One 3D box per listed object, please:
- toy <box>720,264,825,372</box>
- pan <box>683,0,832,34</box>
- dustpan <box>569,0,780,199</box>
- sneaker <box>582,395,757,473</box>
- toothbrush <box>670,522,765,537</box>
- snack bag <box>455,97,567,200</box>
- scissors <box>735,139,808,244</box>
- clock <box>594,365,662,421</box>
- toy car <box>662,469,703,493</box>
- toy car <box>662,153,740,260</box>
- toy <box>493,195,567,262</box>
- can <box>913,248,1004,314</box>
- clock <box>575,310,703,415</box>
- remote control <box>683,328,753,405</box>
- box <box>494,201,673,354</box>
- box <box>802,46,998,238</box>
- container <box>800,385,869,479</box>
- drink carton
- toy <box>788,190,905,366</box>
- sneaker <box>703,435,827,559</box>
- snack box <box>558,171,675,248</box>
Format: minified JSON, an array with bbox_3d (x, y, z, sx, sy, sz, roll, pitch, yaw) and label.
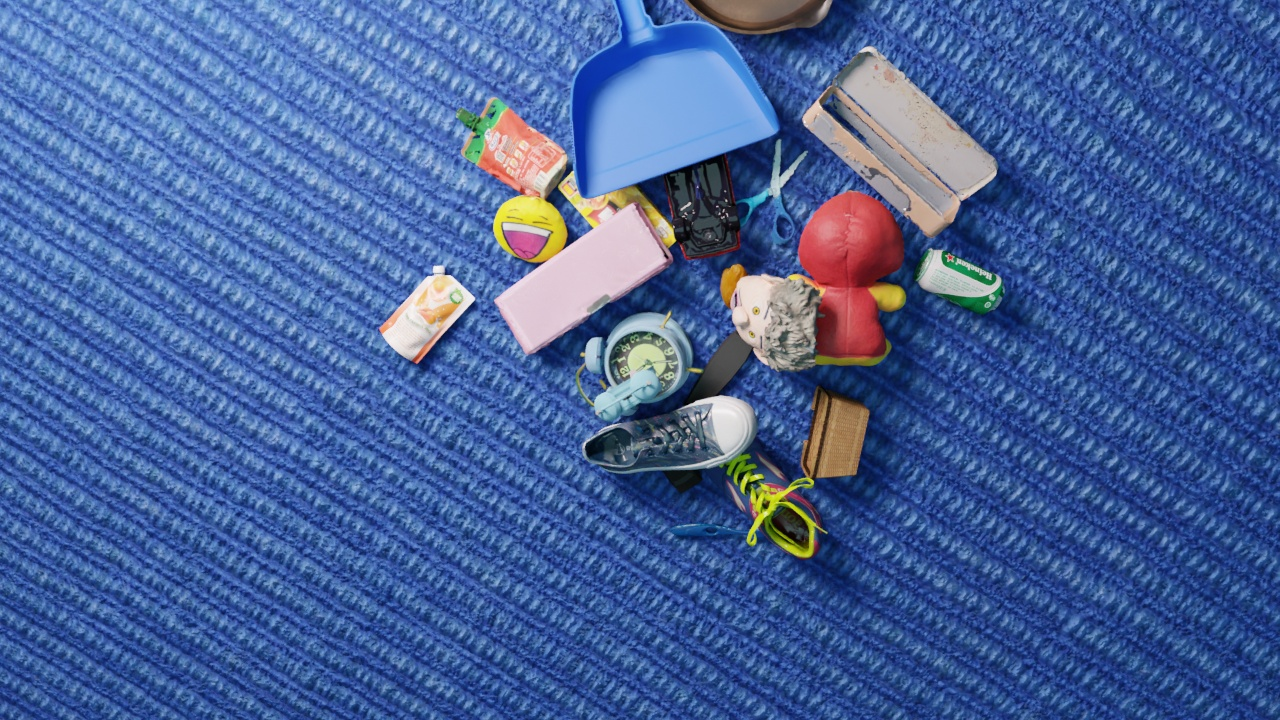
[{"bbox_3d":[0.150,-0.058,1.112,0.076,0.176,0.133,-15,128,-33],"label":"toy"},{"bbox_3d":[0.190,-0.530,1.049,0.356,0.043,0.249,-33,97,12],"label":"pan"},{"bbox_3d":[0.008,-0.353,1.088,0.246,0.059,0.257,-18,75,8],"label":"dustpan"},{"bbox_3d":[0.032,0.103,1.161,0.236,0.079,0.087,-14,85,27],"label":"sneaker"},{"bbox_3d":[0.106,0.232,1.249,0.132,0.016,0.021,0,102,9],"label":"toothbrush"},{"bbox_3d":[-0.169,-0.269,1.156,0.155,0.044,0.087,35,111,3],"label":"snack bag"},{"bbox_3d":[0.176,-0.206,1.143,0.103,0.015,0.134,39,100,1],"label":"scissors"},{"bbox_3d":[-0.015,0.037,1.101,0.087,0.123,0.042,-31,89,17],"label":"clock"},{"bbox_3d":[0.043,0.133,1.221,0.042,0.036,0.091,-33,97,12],"label":"toy car"},{"bbox_3d":[0.070,-0.221,1.124,0.082,0.056,0.189,-11,94,10],"label":"toy car"},{"bbox_3d":[-0.140,-0.166,1.165,0.095,0.041,0.094,12,128,4],"label":"toy"},{"bbox_3d":[0.390,-0.096,1.120,0.101,0.053,0.053,25,104,0],"label":"can"},{"bbox_3d":[-0.007,0.007,1.188,0.162,0.060,0.118,-29,100,16],"label":"clock"},{"bbox_3d":[0.102,0.017,1.201,0.039,0.010,0.125,35,105,-2],"label":"remote control"},{"bbox_3d":[-0.074,-0.103,1.167,0.233,0.046,0.098,-33,87,22],"label":"box"},{"bbox_3d":[0.297,-0.247,1.077,0.216,0.095,0.107,41,69,-3],"label":"box"},{"bbox_3d":[0.250,0.096,1.179,0.061,0.063,0.114,8,104,-3],"label":"container"},{"bbox_3d":[-0.283,-0.063,1.219,0.069,0.039,0.122,44,98,-5],"label":"drink carton"},{"bbox_3d":[0.253,-0.096,1.118,0.147,0.098,0.216,-1,108,-1],"label":"toy"},{"bbox_3d":[0.152,0.156,1.185,0.116,0.091,0.242,-42,95,16],"label":"sneaker"},{"bbox_3d":[-0.026,-0.188,1.161,0.075,0.025,0.152,-41,95,14],"label":"snack box"}]
